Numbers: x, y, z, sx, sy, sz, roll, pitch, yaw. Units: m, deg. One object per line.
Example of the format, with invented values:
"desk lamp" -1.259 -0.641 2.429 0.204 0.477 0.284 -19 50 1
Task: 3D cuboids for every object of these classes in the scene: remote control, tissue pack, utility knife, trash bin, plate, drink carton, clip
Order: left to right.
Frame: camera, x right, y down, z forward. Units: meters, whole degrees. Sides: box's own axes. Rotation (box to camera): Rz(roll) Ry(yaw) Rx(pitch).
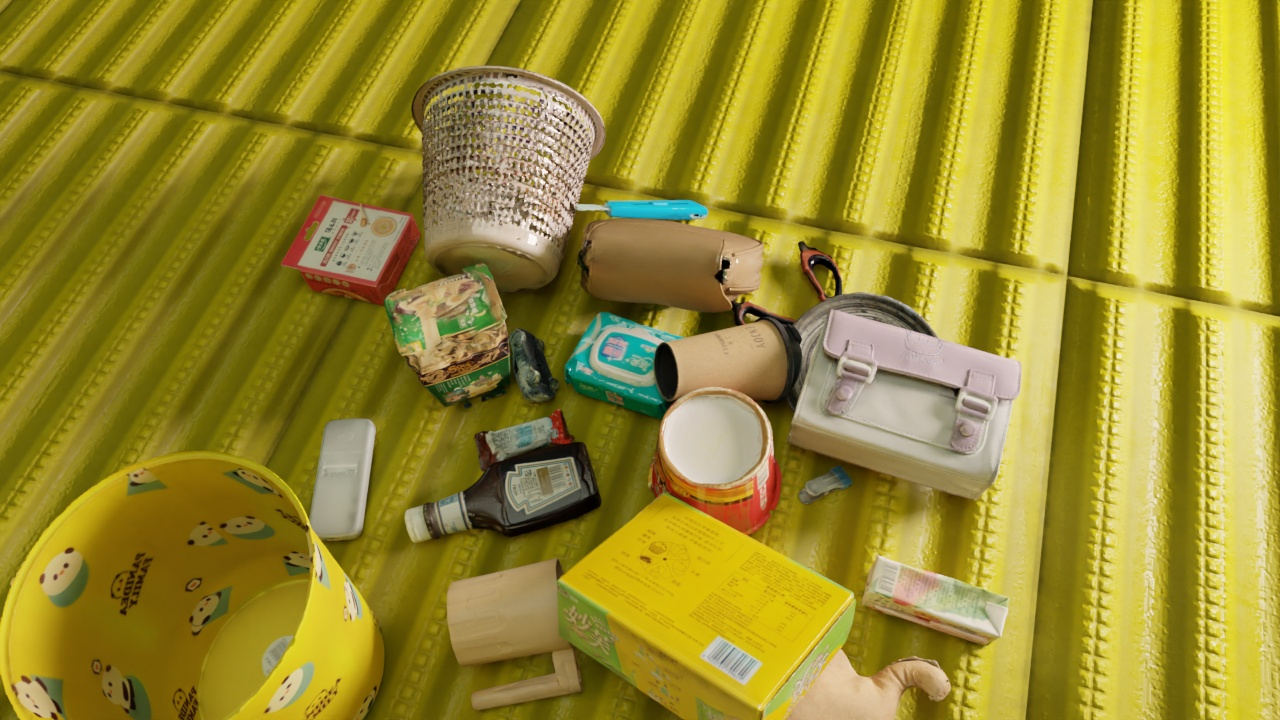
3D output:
"trash bin" -0.342 0.233 0.775 0.230 0.256 0.229 -2 59 3
"remote control" -0.316 0.125 0.974 0.056 0.020 0.135 -4 59 3
"trash bin" -0.160 -0.192 1.054 0.227 0.228 0.192 2 72 6
"tissue pack" -0.006 0.006 1.003 0.133 0.050 0.093 17 61 14
"utility knife" 0.000 -0.178 1.077 0.186 0.018 0.034 -7 36 -38
"clip" 0.189 0.128 0.937 0.056 0.026 0.024 -21 62 -23
"plate" 0.239 0.011 0.989 0.179 0.024 0.179 -2 69 5
"drink carton" 0.271 0.224 0.850 0.122 0.053 0.045 17 66 14

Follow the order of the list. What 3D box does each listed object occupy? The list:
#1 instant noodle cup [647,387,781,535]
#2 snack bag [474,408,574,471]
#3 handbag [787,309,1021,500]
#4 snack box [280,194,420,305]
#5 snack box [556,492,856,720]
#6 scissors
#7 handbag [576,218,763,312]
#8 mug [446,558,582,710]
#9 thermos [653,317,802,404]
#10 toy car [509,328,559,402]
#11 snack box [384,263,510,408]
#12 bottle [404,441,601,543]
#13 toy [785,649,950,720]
"instant noodle cup" 0.075 0.097 0.909 0.138 0.109 0.137 -2 59 3
"snack bag" -0.125 0.083 0.981 0.105 0.026 0.045 -16 68 -4
"handbag" 0.262 0.038 0.915 0.197 0.098 0.144 17 66 11
"snack box" -0.350 -0.135 1.117 0.127 0.044 0.113 13 62 10
"snack box" 0.054 0.218 0.792 0.210 0.070 0.157 23 38 31
"scissors" 0.209 -0.044 1.035 0.189 0.015 0.226 -19 63 -5
"handbag" 0.030 -0.104 1.018 0.205 0.147 0.100 8 104 16
"mug" -0.116 0.256 0.855 0.103 0.084 0.124 -11 86 -1
"thermos" 0.091 0.004 0.954 0.143 0.093 0.093 -5 57 -22
"toy car" -0.122 0.006 1.019 0.034 0.043 0.090 -34 62 23
"snack box" -0.200 -0.019 1.002 0.118 0.106 0.117 -19 58 -8
"bottle" -0.141 0.142 0.938 0.195 0.044 0.079 -16 59 -4
"toy" 0.152 0.305 0.795 0.226 0.083 0.143 3 56 4
